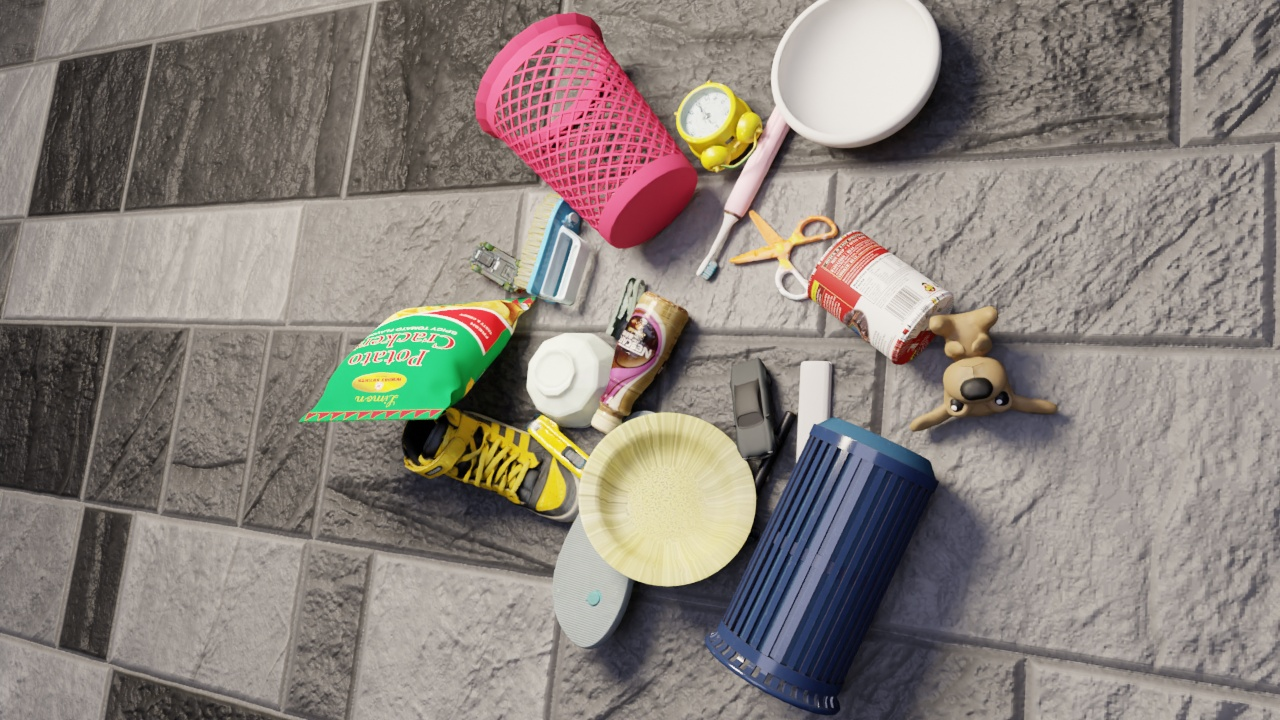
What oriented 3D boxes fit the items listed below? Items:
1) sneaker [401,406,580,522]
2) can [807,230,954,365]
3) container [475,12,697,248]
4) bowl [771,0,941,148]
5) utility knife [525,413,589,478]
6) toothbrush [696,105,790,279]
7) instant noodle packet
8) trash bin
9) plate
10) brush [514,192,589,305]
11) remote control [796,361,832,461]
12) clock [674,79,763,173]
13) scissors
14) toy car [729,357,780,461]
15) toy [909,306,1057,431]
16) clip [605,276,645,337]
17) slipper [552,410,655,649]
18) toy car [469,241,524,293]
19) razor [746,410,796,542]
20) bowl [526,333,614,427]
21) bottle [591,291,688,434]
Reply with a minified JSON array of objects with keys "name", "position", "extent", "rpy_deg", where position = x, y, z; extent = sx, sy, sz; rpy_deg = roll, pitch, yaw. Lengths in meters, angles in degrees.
[{"name":"sneaker","position":[-0.177,0.116,1.071],"extent":[0.239,0.122,0.086],"rpy_deg":[21,91,29]},{"name":"can","position":[0.239,-0.063,0.921],"extent":[0.116,0.086,0.087],"rpy_deg":[42,99,27]},{"name":"container","position":[-0.051,-0.253,1.064],"extent":[0.183,0.183,0.225],"rpy_deg":[-43,72,13]},{"name":"bowl","position":[0.233,-0.305,0.982],"extent":[0.177,0.066,0.176],"rpy_deg":[-5,78,25]},{"name":"utility knife","position":[-0.064,0.119,1.039],"extent":[0.191,0.018,0.030],"rpy_deg":[37,84,27]},{"name":"toothbrush","position":[0.119,-0.193,1.041],"extent":[0.026,0.027,0.222],"rpy_deg":[27,94,-5]},{"name":"instant noodle packet","position":[-0.260,-0.005,1.100],"extent":[0.196,0.251,0.090],"rpy_deg":[-3,123,26]},{"name":"trash bin","position":[0.177,0.188,0.876],"extent":[0.139,0.139,0.249],"rpy_deg":[25,90,28]},{"name":"plate","position":[0.028,0.149,0.975],"extent":[0.184,0.036,0.184],"rpy_deg":[0,67,1]},{"name":"brush","position":[-0.098,-0.139,1.118],"extent":[0.075,0.055,0.136],"rpy_deg":[14,86,32]},{"name":"remote control","position":[0.182,0.065,0.966],"extent":[0.033,0.012,0.130],"rpy_deg":[0,80,26]},{"name":"clock","position":[0.092,-0.263,1.048],"extent":[0.083,0.057,0.118],"rpy_deg":[-41,59,13]},{"name":"scissors","position":[0.158,-0.117,1.014],"extent":[0.125,0.011,0.128],"rpy_deg":[-12,75,23]},{"name":"toy car","position":[0.119,0.051,0.977],"extent":[0.046,0.034,0.112],"rpy_deg":[-18,59,27]},{"name":"toy","position":[0.315,0.007,0.870],"extent":[0.134,0.105,0.108],"rpy_deg":[-10,86,20]},{"name":"clip","position":[-0.021,-0.061,1.085],"extent":[0.051,0.023,0.078],"rpy_deg":[-1,81,25]},{"name":"slipper","position":[-0.028,0.187,1.031],"extent":[0.098,0.054,0.268],"rpy_deg":[8,73,30]},{"name":"toy car","position":[-0.176,-0.116,1.164],"extent":[0.091,0.036,0.042],"rpy_deg":[29,93,28]},{"name":"razor","position":[0.130,0.120,0.975],"extent":[0.043,0.022,0.144],"rpy_deg":[24,91,27]},{"name":"bowl","position":[-0.087,0.019,1.080],"extent":[0.118,0.061,0.117],"rpy_deg":[-6,77,26]},{"name":"bottle","position":[-0.006,0.006,1.042],"extent":[0.060,0.059,0.166],"rpy_deg":[28,92,28]}]
